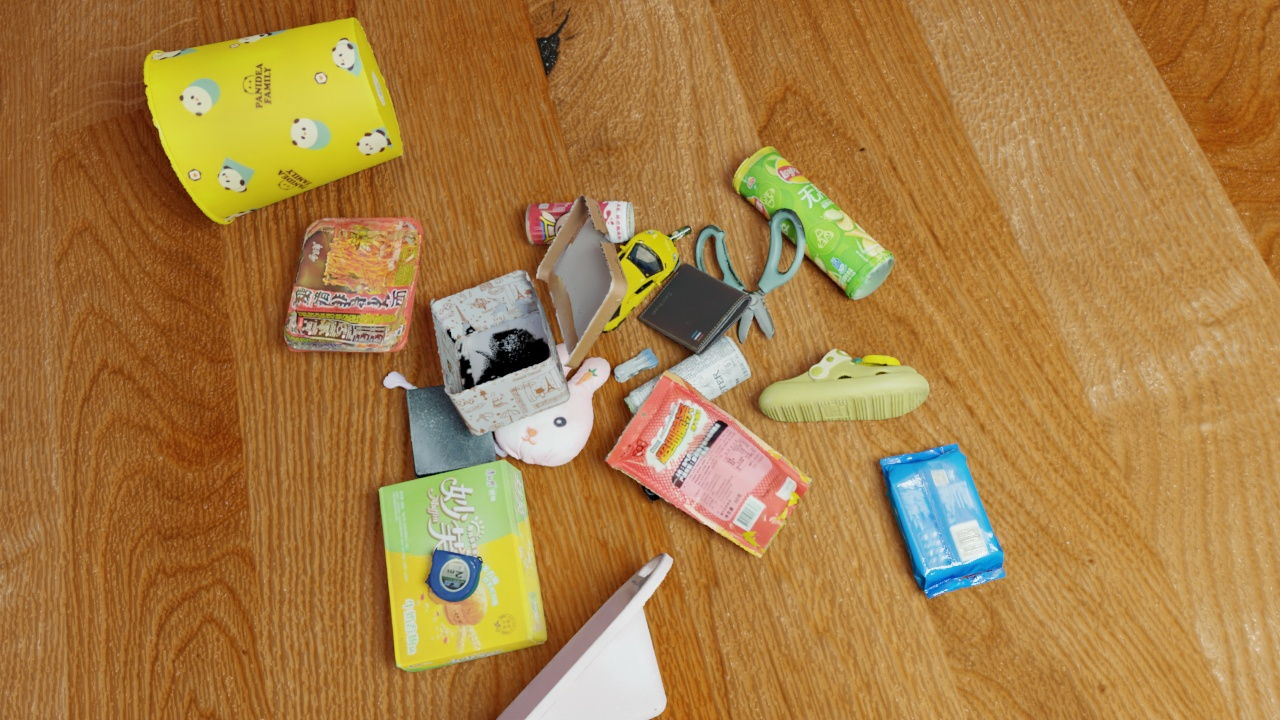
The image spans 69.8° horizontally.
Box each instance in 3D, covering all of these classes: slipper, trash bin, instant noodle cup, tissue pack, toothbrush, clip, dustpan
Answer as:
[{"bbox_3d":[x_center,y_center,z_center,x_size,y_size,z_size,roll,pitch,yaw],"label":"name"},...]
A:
[{"bbox_3d":[0.228,0.023,1.047,0.191,0.092,0.081,-6,68,10],"label":"slipper"},{"bbox_3d":[-0.467,-0.325,1.207,0.255,0.230,0.229,-17,69,-3],"label":"trash bin"},{"bbox_3d":[-0.358,-0.091,1.179,0.164,0.079,0.188,2,73,9],"label":"instant noodle cup"},{"bbox_3d":[0.326,0.171,0.999,0.095,0.052,0.157,-15,70,1],"label":"tissue pack"},{"bbox_3d":[-0.017,-0.126,1.171,0.186,0.017,0.012,-28,108,-2],"label":"toothbrush"},{"bbox_3d":[-0.007,0.006,1.124,0.057,0.030,0.024,-28,71,-8],"label":"clip"},{"bbox_3d":[-0.240,0.068,1.139,0.189,0.021,0.029,31,46,16],"label":"toothbrush"},{"bbox_3d":[-0.077,0.306,0.935,0.273,0.223,0.138,-17,82,-11],"label":"dustpan"}]

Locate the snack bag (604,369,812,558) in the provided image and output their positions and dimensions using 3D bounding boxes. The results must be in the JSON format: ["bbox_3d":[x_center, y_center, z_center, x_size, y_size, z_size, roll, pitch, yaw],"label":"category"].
[{"bbox_3d":[0.078,0.118,1.025,0.208,0.073,0.128,34,80,7],"label":"snack bag"}]

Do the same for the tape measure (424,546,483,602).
[{"bbox_3d":[-0.202,0.234,0.997,0.058,0.025,0.054,7,74,15],"label":"tape measure"}]

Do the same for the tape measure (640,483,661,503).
[{"bbox_3d":[0.024,0.124,1.071,0.065,0.033,0.066,-29,70,-4],"label":"tape measure"}]

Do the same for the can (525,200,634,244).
[{"bbox_3d":[-0.077,-0.177,1.178,0.133,0.053,0.053,0,71,9],"label":"can"}]

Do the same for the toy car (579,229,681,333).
[{"bbox_3d":[-0.017,-0.101,1.141,0.155,0.041,0.071,-43,88,-8],"label":"toy car"}]

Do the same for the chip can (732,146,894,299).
[{"bbox_3d":[0.211,-0.168,1.122,0.072,0.072,0.221,-41,71,-6],"label":"chip can"}]

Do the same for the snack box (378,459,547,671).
[{"bbox_3d":[-0.205,0.233,1.049,0.158,0.070,0.209,-14,70,4],"label":"snack box"}]

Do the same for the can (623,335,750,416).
[{"bbox_3d":[0.055,0.031,1.085,0.146,0.058,0.058,-31,70,-3],"label":"can"}]

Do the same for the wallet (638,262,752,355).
[{"bbox_3d":[0.064,-0.063,1.111,0.096,0.020,0.122,-47,43,-9],"label":"wallet"}]

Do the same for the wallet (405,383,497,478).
[{"bbox_3d":[-0.229,0.081,1.109,0.097,0.019,0.120,-8,60,-12],"label":"wallet"}]

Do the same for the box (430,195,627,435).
[{"bbox_3d":[-0.121,-0.049,1.073,0.274,0.124,0.178,-37,44,16],"label":"box"}]

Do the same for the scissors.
[{"bbox_3d":[0.144,-0.114,1.109,0.180,0.019,0.172,-37,67,27],"label":"scissors"}]

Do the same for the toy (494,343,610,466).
[{"bbox_3d":[-0.106,0.052,1.108,0.121,0.054,0.159,19,68,17],"label":"toy"}]
